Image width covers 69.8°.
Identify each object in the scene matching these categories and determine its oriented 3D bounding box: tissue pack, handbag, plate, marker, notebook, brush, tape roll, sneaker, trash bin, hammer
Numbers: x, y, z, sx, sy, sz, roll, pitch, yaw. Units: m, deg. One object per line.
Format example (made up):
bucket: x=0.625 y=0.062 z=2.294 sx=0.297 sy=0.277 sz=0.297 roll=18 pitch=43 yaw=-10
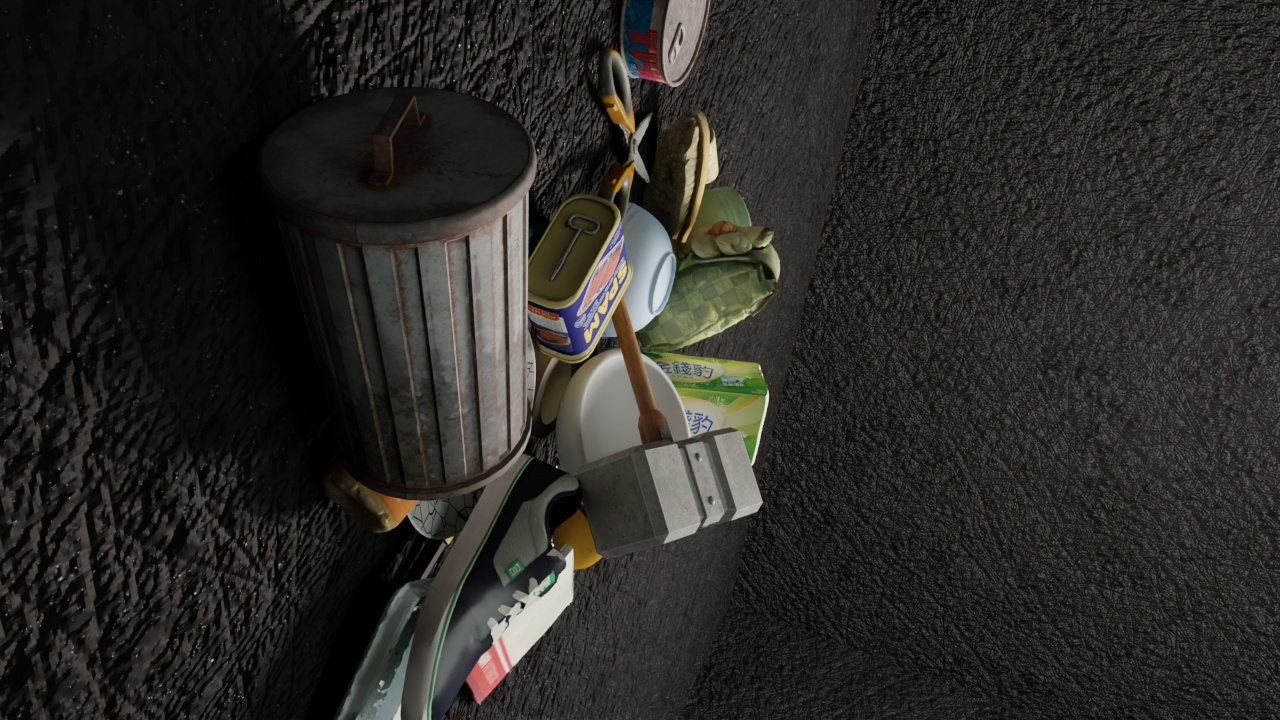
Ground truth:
tissue pack: x=0.038 y=0.039 z=1.070 sx=0.141 sy=0.197 sz=0.120 roll=-94 pitch=-163 yaw=-61
handbag: x=0.070 y=-0.091 z=1.031 sx=0.117 sy=0.187 sz=0.113 roll=62 pitch=18 yaw=-14
plate: x=-0.138 y=0.048 z=0.728 sx=0.188 sy=0.016 sz=0.188 roll=15 pitch=89 yaw=-70
marker: x=-0.172 y=0.158 z=0.751 sx=0.021 sy=0.017 sz=0.123 roll=-37 pitch=-159 yaw=56
notebook: x=-0.122 y=0.274 z=0.932 sx=0.152 sy=0.012 sz=0.209 roll=-45 pitch=164 yaw=-23
brush: x=0.036 y=-0.188 z=1.032 sx=0.043 sy=0.059 sz=0.196 roll=-37 pitch=150 yaw=-48
tape roll: x=-0.093 y=0.025 z=0.863 sx=0.093 sy=0.030 sz=0.093 roll=18 pitch=89 yaw=-75
sneaker: x=-0.108 y=0.177 z=0.714 sx=0.084 sy=0.079 sz=0.234 roll=95 pitch=14 yaw=-52
trash bin: x=-0.121 y=-0.038 z=0.499 sx=0.130 sy=0.131 sz=0.212 roll=-58 pitch=161 yaw=-44
hammer: x=-0.005 y=0.005 z=0.846 sx=0.162 sy=0.083 sz=0.317 roll=-5 pitch=75 yaw=-52

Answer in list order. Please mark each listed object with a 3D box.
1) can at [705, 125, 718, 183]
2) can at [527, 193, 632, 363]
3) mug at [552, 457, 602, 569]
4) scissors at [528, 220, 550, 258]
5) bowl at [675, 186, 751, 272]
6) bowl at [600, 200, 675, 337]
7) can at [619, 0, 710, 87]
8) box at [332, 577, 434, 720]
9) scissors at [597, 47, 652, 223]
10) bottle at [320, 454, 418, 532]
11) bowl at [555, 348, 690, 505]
can: x=0.076 y=-0.256 z=1.144 sx=0.079 sy=0.038 sz=0.038 roll=71 pitch=39 yaw=-66
can: x=-0.054 y=-0.070 z=0.773 sx=0.092 sy=0.056 sz=0.116 roll=80 pitch=33 yaw=-64
mug: x=-0.061 y=0.147 z=0.964 sx=0.100 sy=0.123 sz=0.094 roll=-1 pitch=148 yaw=-44
scissors: x=-0.097 y=-0.086 z=0.749 sx=0.144 sy=0.019 sz=0.126 roll=78 pitch=33 yaw=-58
bowl: x=0.074 y=-0.140 z=1.135 sx=0.151 sy=0.077 sz=0.151 roll=175 pitch=-90 yaw=-69
bowl: x=-0.009 y=-0.089 z=0.953 sx=0.150 sy=0.075 sz=0.150 roll=17 pitch=89 yaw=-75
can: x=0.025 y=-0.329 z=0.865 sx=0.130 sy=0.044 sz=0.130 roll=18 pitch=89 yaw=-75
box: x=-0.197 y=0.269 z=0.735 sx=0.189 sy=0.037 sz=0.208 roll=45 pitch=70 yaw=-82
scissors: x=-0.014 y=-0.215 z=0.875 sx=0.224 sy=0.016 sz=0.217 roll=-71 pitch=161 yaw=-49
bottle: x=-0.138 y=0.037 z=0.616 sx=0.166 sy=0.059 sz=0.059 roll=-52 pitch=156 yaw=-34
bowl: x=-0.027 y=0.080 z=0.902 sx=0.176 sy=0.066 sz=0.176 roll=20 pitch=64 yaw=-47
